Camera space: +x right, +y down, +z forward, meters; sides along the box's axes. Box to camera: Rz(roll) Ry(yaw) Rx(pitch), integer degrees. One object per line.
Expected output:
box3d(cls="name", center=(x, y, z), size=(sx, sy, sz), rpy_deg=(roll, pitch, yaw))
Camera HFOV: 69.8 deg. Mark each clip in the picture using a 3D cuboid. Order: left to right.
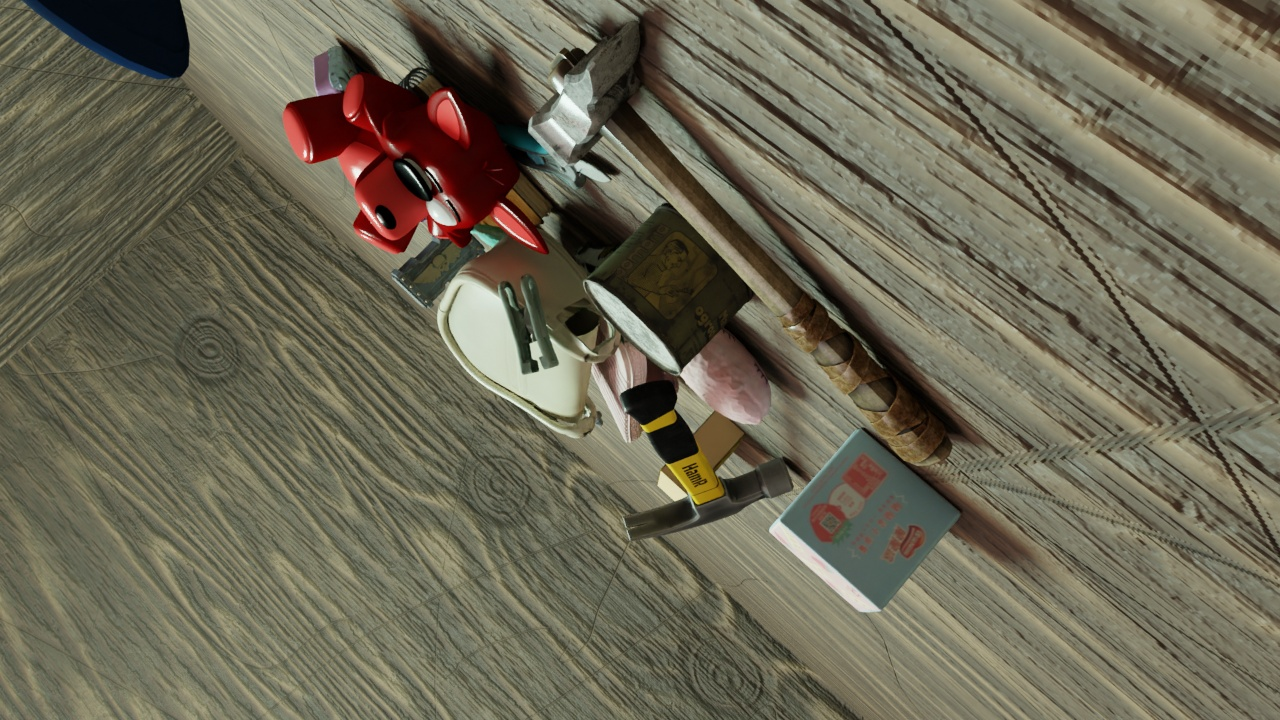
box3d(cls="clip", center=(-0.087, -0.028, 0.704), size=(0.023, 0.044, 0.076), rpy_deg=(-19, -86, -76))

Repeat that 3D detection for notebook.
box3d(cls="notebook", center=(-0.175, -0.196, 0.883), size=(0.167, 0.024, 0.226), rpy_deg=(46, 168, -21))

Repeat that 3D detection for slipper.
box3d(cls="slipper", center=(-0.005, 0.005, 0.891), size=(0.094, 0.064, 0.240), rpy_deg=(62, 169, 19))

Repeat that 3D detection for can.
box3d(cls="can", center=(0.019, -0.047, 0.618), size=(0.090, 0.074, 0.090), rpy_deg=(43, 171, 9))

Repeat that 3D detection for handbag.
box3d(cls="handbag", center=(-0.083, -0.039, 0.837), size=(0.184, 0.131, 0.229), rpy_deg=(44, 159, 13))

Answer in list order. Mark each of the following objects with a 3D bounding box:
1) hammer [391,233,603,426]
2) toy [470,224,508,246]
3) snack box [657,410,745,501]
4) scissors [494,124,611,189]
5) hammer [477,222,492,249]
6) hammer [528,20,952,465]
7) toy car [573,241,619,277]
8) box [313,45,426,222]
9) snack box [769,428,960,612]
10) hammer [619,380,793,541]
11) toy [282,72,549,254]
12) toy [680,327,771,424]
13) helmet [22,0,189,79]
box3d(cls="hammer", center=(-0.150, -0.024, 1.113), size=(0.322, 0.098, 0.044), rpy_deg=(47, 171, -25))
box3d(cls="toy", center=(-0.138, -0.121, 0.957), size=(0.085, 0.033, 0.105), rpy_deg=(23, -179, -9))
box3d(cls="snack box", center=(0.064, 0.110, 1.007), size=(0.040, 0.088, 0.126), rpy_deg=(42, 169, 10))
box3d(cls="scissors", center=(-0.065, -0.148, 0.687), size=(0.136, 0.019, 0.138), rpy_deg=(41, 168, 7))
box3d(cls="hammer", center=(-0.180, -0.117, 1.186), size=(0.119, 0.030, 0.331), rpy_deg=(43, 168, 5))
box3d(cls="hammer", center=(0.067, -0.052, 0.520), size=(0.319, 0.049, 0.122), rpy_deg=(44, 167, -13))
box3d(cls="toy car", center=(-0.029, -0.075, 0.796), size=(0.048, 0.033, 0.105), rpy_deg=(47, 170, -23))
box3d(cls="box", center=(-0.279, -0.240, 0.995), size=(0.214, 0.033, 0.076), rpy_deg=(59, -168, -53))
box3d(cls="snack box", center=(0.163, 0.121, 0.682), size=(0.095, 0.093, 0.079), rpy_deg=(41, 169, 13))
box3d(cls="hammer", center=(0.036, 0.089, 0.799), size=(0.324, 0.170, 0.034), rpy_deg=(59, -169, -62))
box3d(cls="toy", center=(-0.175, -0.150, 0.726), size=(0.197, 0.120, 0.158), rpy_deg=(18, 147, 40))
box3d(cls="toy", center=(0.057, 0.003, 0.738), size=(0.108, 0.053, 0.105), rpy_deg=(45, 180, -19))
box3d(cls="helmet", center=(-0.225, -0.243, 0.340), size=(0.232, 0.223, 0.272), rpy_deg=(-113, 8, -82))
